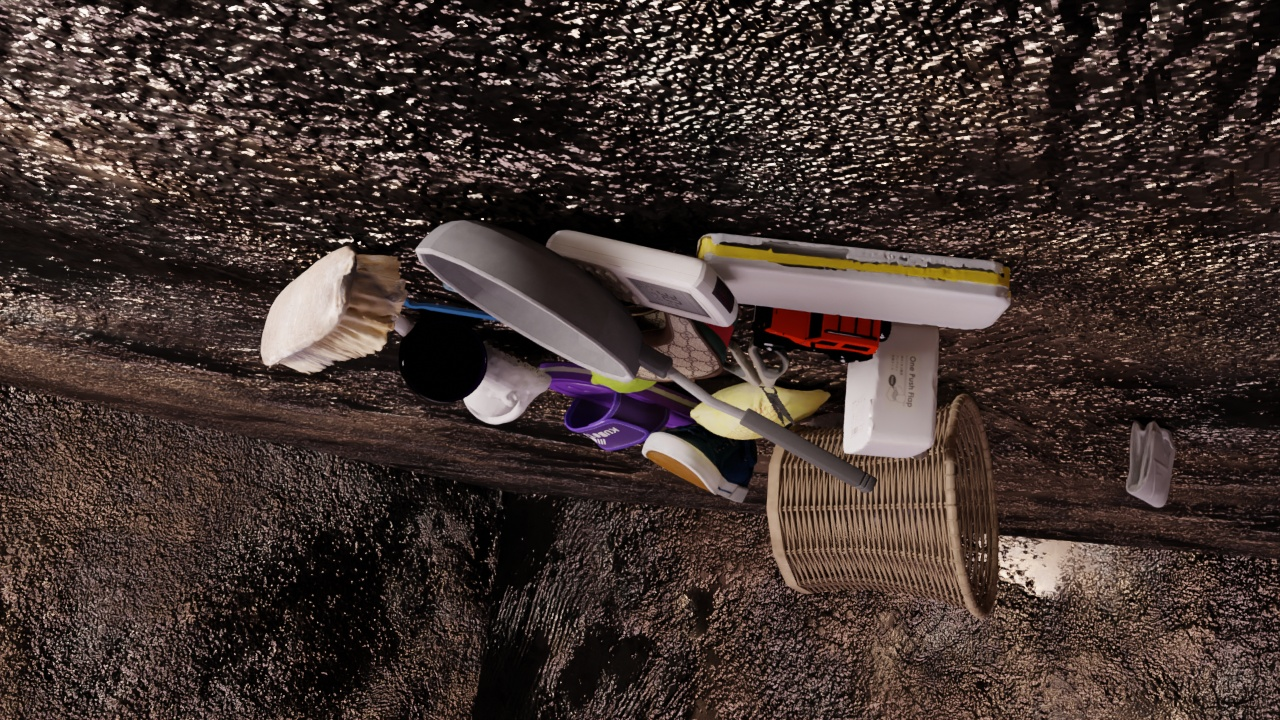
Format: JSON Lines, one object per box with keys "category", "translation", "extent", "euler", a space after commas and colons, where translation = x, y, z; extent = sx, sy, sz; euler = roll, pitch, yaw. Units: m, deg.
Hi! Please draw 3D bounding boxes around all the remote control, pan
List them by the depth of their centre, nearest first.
{"category": "remote control", "translation": [0.000, -0.057, 0.624], "extent": [0.139, 0.025, 0.060], "euler": [17, 166, 34]}
{"category": "pan", "translation": [0.005, -0.004, 0.647], "extent": [0.357, 0.041, 0.179], "euler": [29, 171, 6]}

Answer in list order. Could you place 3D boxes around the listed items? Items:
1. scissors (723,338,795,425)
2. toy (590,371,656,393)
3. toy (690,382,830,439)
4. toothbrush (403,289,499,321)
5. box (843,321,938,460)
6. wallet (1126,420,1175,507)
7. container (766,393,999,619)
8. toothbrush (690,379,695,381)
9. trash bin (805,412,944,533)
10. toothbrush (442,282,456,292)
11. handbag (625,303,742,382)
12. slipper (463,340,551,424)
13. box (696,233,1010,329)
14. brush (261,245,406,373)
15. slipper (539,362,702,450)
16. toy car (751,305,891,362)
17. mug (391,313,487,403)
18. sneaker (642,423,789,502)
{"category": "scissors", "translation": [0.133, 0.024, 0.913], "extent": [0.169, 0.012, 0.132], "euler": [33, 151, -22]}
{"category": "toy", "translation": [-0.006, 0.006, 0.945], "extent": [0.094, 0.036, 0.094], "euler": [-4, 154, -1]}
{"category": "toy", "translation": [0.135, 0.058, 1.058], "extent": [0.155, 0.064, 0.170], "euler": [-7, 171, 0]}
{"category": "toothbrush", "translation": [-0.172, -0.051, 0.872], "extent": [0.166, 0.014, 0.016], "euler": [9, 168, -23]}
{"category": "box", "translation": [0.216, 0.034, 0.797], "extent": [0.083, 0.110, 0.190], "euler": [4, 169, 18]}
{"category": "wallet", "translation": [0.561, 0.114, 1.002], "extent": [0.032, 0.086, 0.116], "euler": [4, 172, 40]}
{"category": "container", "translation": [0.264, 0.158, 0.992], "extent": [0.197, 0.226, 0.226], "euler": [-7, 162, 30]}
{"category": "toothbrush", "translation": [-0.005, 0.003, 0.997], "extent": [0.166, 0.016, 0.016], "euler": [16, 166, -35]}
{"category": "trash bin", "translation": [0.308, 0.152, 1.218], "extent": [0.131, 0.130, 0.211], "euler": [-4, 161, 43]}
{"category": "toothbrush", "translation": [-0.097, -0.051, 0.807], "extent": [0.155, 0.016, 0.022], "euler": [12, 135, -21]}
{"category": "handbag", "translation": [0.000, -0.035, 0.739], "extent": [0.138, 0.063, 0.167], "euler": [27, 160, -31]}
{"category": "slipper", "translation": [-0.167, 0.030, 1.066], "extent": [0.112, 0.074, 0.247], "euler": [14, 166, -11]}
{"category": "box", "translation": [0.140, -0.055, 0.624], "extent": [0.209, 0.033, 0.064], "euler": [6, 164, 4]}
{"category": "brush", "translation": [-0.279, -0.040, 0.810], "extent": [0.056, 0.083, 0.272], "euler": [16, 164, -31]}
{"category": "slipper", "translation": [-0.014, 0.075, 1.163], "extent": [0.107, 0.084, 0.266], "euler": [-4, 163, 43]}
{"category": "toy car", "translation": [0.135, -0.030, 0.685], "extent": [0.100, 0.051, 0.049], "euler": [9, 170, -9]}
{"category": "mug", "translation": [-0.218, -0.013, 0.937], "extent": [0.119, 0.084, 0.100], "euler": [43, 170, -16]}
{"category": "sneaker", "translation": [0.099, 0.105, 1.172], "extent": [0.121, 0.127, 0.294], "euler": [24, 178, 24]}
